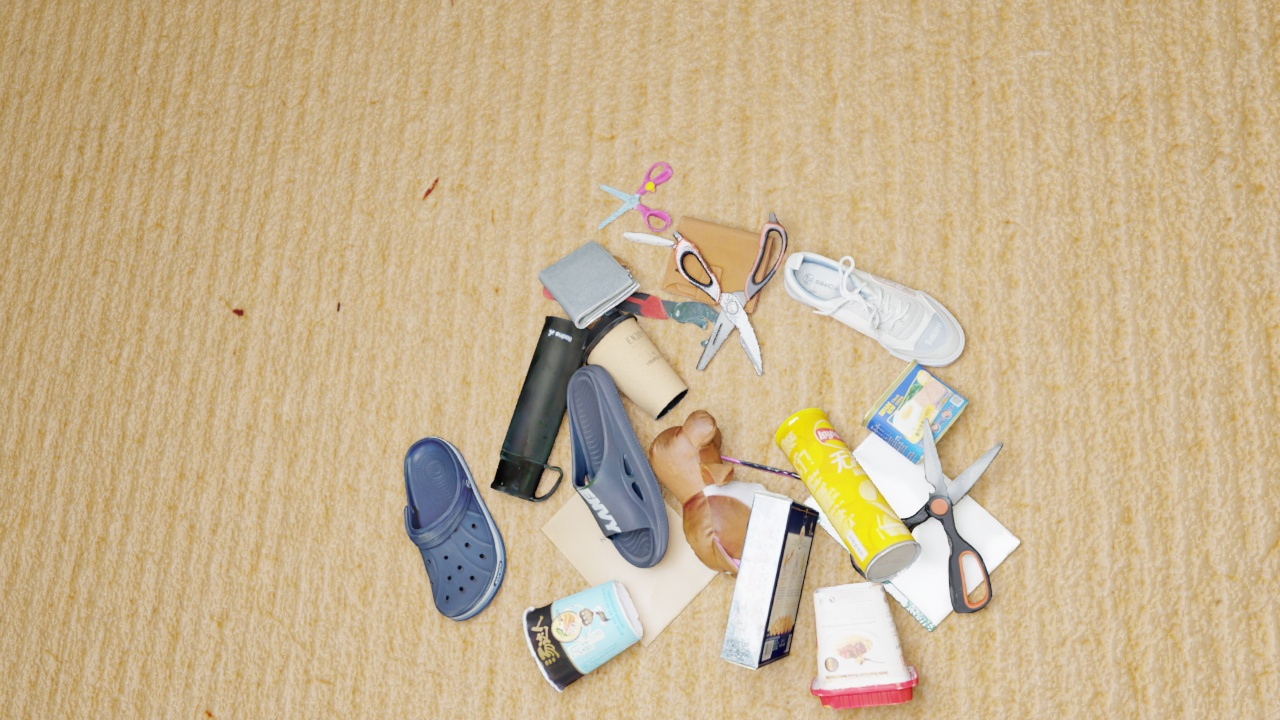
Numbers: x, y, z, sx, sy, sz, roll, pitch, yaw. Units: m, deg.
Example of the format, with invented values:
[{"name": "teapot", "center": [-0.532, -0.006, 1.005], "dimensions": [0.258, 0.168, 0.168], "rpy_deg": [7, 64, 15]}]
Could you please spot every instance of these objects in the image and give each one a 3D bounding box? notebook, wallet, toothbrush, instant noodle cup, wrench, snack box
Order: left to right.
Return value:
[{"name": "instant noodle cup", "center": [-0.066, 0.328, 1.125], "dimensions": [0.120, 0.111, 0.111], "rpy_deg": [-28, 71, 4]}, {"name": "wallet", "center": [-0.068, -0.106, 1.243], "dimensions": [0.106, 0.037, 0.129], "rpy_deg": [-33, 43, -7]}, {"name": "notebook", "center": [-0.012, 0.240, 1.183], "dimensions": [0.148, 0.008, 0.207], "rpy_deg": [-46, 70, 1]}, {"name": "wrench", "center": [-0.010, -0.074, 1.255], "dimensions": [0.274, 0.016, 0.056], "rpy_deg": [16, 81, 18]}, {"name": "toothbrush", "center": [0.064, -0.161, 1.257], "dimensions": [0.188, 0.016, 0.017], "rpy_deg": [11, 72, 17]}, {"name": "wallet", "center": [0.102, -0.127, 1.219], "dimensions": [0.132, 0.031, 0.108], "rpy_deg": [17, 92, 18]}, {"name": "snack box", "center": [0.151, 0.248, 1.042], "dimensions": [0.046, 0.178, 0.182], "rpy_deg": [10, 81, 22]}, {"name": "toothbrush", "center": [0.175, 0.138, 1.150], "dimensions": [0.189, 0.014, 0.017], "rpy_deg": [13, 71, 22]}, {"name": "instant noodle cup", "center": [0.244, 0.317, 1.034], "dimensions": [0.117, 0.116, 0.124], "rpy_deg": [-11, 78, 12]}, {"name": "notebook", "center": [0.319, 0.196, 1.101], "dimensions": [0.150, 0.012, 0.209], "rpy_deg": [-46, 69, 2]}]

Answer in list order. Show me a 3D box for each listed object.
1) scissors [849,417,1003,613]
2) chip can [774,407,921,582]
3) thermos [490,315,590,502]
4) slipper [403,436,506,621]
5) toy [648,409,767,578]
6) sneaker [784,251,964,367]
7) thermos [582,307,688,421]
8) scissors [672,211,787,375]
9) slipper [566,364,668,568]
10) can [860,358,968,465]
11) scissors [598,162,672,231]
[{"name": "scissors", "center": [0.340, 0.188, 1.056], "dimensions": [0.221, 0.021, 0.232], "rpy_deg": [-32, 82, 20]}, {"name": "chip can", "center": [0.236, 0.151, 1.064], "dimensions": [0.072, 0.072, 0.213], "rpy_deg": [-34, 48, 5]}, {"name": "thermos", "center": [-0.123, 0.068, 1.230], "dimensions": [0.090, 0.068, 0.242], "rpy_deg": [18, 83, -1]}, {"name": "slipper", "center": [-0.256, 0.213, 1.213], "dimensions": [0.105, 0.095, 0.252], "rpy_deg": [-24, 68, 11]}, {"name": "toy", "center": [0.092, 0.165, 1.104], "dimensions": [0.130, 0.140, 0.199], "rpy_deg": [-17, 74, 7]}, {"name": "sneaker", "center": [0.287, -0.073, 1.135], "dimensions": [0.242, 0.090, 0.089], "rpy_deg": [28, 86, 19]}, {"name": "thermos", "center": [-0.007, 0.007, 1.200], "dimensions": [0.093, 0.093, 0.143], "rpy_deg": [-45, 77, 1]}, {"name": "scissors", "center": [0.123, -0.088, 1.189], "dimensions": [0.189, 0.015, 0.223], "rpy_deg": [-30, 86, 15]}, {"name": "slipper", "center": [-0.052, 0.136, 1.144], "dimensions": [0.111, 0.083, 0.268], "rpy_deg": [-36, 68, 49]}, {"name": "can", "center": [0.330, 0.063, 1.101], "dimensions": [0.083, 0.057, 0.102], "rpy_deg": [40, 77, 18]}, {"name": "scissors", "center": [-0.003, -0.221, 1.288], "dimensions": [0.133, 0.017, 0.134], "rpy_deg": [-37, 66, 6]}]
